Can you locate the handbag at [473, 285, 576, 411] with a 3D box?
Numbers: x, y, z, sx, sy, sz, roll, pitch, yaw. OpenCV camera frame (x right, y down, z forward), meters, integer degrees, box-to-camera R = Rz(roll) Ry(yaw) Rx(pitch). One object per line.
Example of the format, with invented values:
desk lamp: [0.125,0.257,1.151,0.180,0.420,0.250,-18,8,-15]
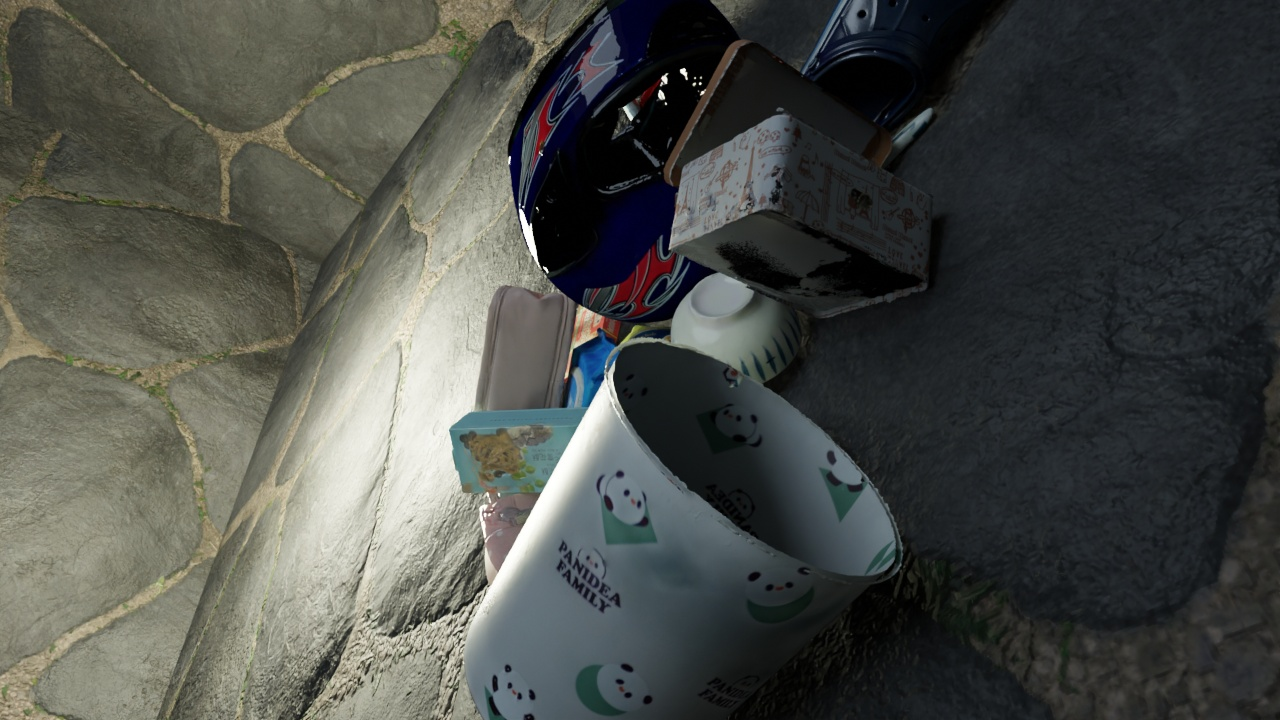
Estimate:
handbag: [-0.122,0.005,1.078,0.234,0.093,0.193,-69,-9,-82]

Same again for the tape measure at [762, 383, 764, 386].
tape measure: [0.079,0.019,0.848,0.066,0.033,0.066,-43,34,28]

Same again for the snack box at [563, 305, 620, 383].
snack box: [-0.054,-0.045,1.145,0.075,0.025,0.152,-29,41,47]

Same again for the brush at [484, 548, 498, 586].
brush: [-0.132,0.203,0.991,0.063,0.073,0.145,-55,25,19]

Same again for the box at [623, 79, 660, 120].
box: [0.013,-0.354,1.241,0.095,0.101,0.201,-51,29,20]

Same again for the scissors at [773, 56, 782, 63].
scissors: [0.140,-0.275,0.996,0.226,0.015,0.188,-18,43,51]

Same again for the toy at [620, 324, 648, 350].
toy: [-0.006,0.006,1.009,0.100,0.031,0.096,6,72,61]

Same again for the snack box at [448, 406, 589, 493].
snack box: [-0.105,0.092,0.937,0.175,0.074,0.051,-3,18,18]

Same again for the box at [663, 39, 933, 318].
box: [0.132,-0.153,0.747,0.155,0.182,0.184,-13,63,55]

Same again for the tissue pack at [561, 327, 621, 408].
tissue pack: [-0.053,0.047,0.987,0.095,0.052,0.157,-125,45,-61]

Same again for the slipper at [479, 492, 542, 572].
slipper: [-0.108,0.160,0.948,0.274,0.114,0.054,-126,28,-63]

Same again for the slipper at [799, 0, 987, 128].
slipper: [0.209,-0.269,0.815,0.253,0.105,0.095,-50,22,25]

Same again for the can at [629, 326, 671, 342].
can: [0.019,0.033,0.891,0.076,0.075,0.111,-37,36,39]

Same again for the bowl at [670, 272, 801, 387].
bowl: [0.079,-0.036,0.808,0.116,0.066,0.116,-13,44,13]

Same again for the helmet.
helmet: [0.017,-0.173,0.893,0.246,0.240,0.316,-26,-15,-36]

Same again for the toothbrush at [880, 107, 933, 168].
toothbrush: [0.192,-0.156,0.836,0.192,0.018,0.016,-47,30,26]

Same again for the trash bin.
trash bin: [0.013,0.151,0.647,0.252,0.229,0.229,-56,27,23]
